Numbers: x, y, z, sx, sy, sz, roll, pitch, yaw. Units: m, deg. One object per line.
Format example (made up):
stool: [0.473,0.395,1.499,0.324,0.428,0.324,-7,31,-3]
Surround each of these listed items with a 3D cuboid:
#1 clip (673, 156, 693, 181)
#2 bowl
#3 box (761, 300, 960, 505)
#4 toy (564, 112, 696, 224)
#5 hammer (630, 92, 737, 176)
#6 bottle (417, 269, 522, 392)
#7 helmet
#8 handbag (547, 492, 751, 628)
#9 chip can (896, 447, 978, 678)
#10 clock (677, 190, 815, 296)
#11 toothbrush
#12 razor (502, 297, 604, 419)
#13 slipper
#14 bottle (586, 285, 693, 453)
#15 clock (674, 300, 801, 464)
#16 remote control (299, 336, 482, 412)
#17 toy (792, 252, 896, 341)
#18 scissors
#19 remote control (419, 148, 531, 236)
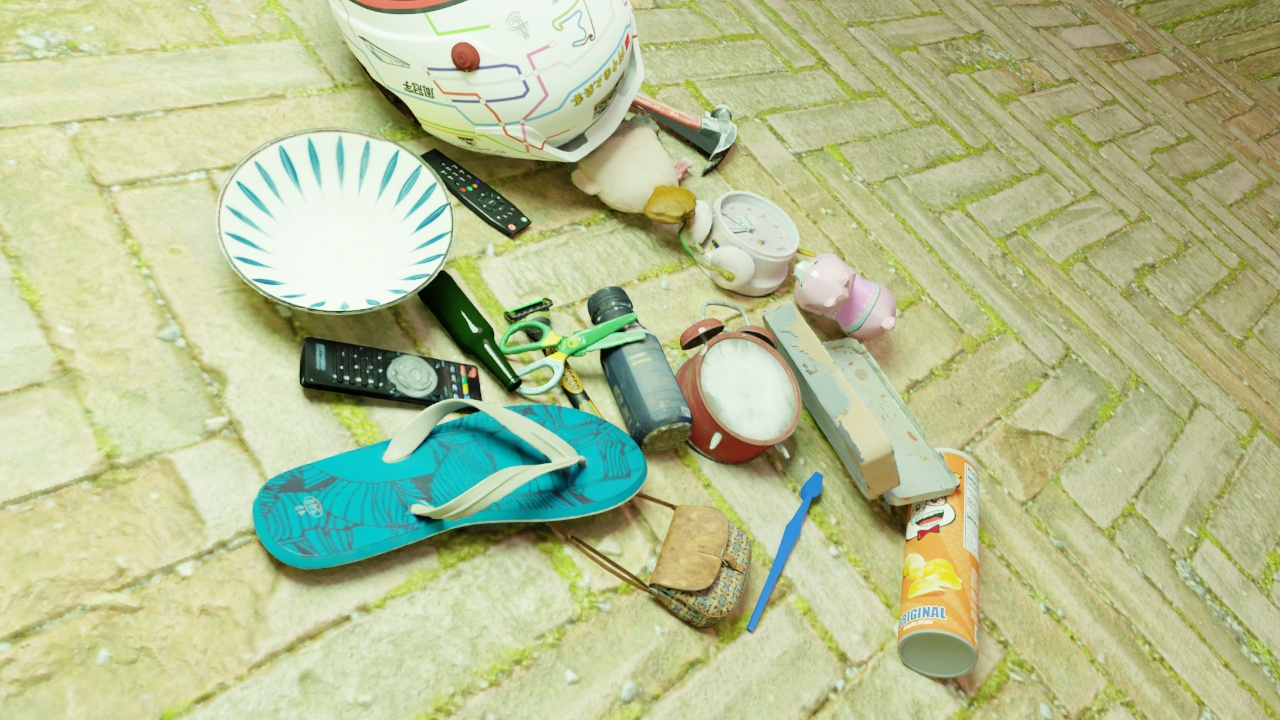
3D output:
clip: [0.040,-0.213,1.071,0.022,0.039,0.059,37,47,9]
bowl: [-0.241,-0.097,0.737,0.177,0.071,0.177,7,61,-12]
box: [0.205,0.032,0.861,0.094,0.121,0.217,-28,44,3]
toy: [-0.007,-0.196,0.976,0.132,0.076,0.176,-26,58,-24]
hammer: [-0.033,-0.322,1.112,0.326,0.036,0.140,20,42,-14]
bottle: [-0.141,-0.023,0.770,0.032,0.033,0.123,-25,67,-43]
helmet: [-0.151,-0.322,0.895,0.315,0.236,0.230,29,72,24]
handbag: [-0.006,0.128,0.711,0.196,0.043,0.093,27,42,-1]
chip can: [0.266,0.171,0.812,0.062,0.062,0.209,29,42,-5]
clock: [0.103,-0.128,0.994,0.157,0.059,0.116,-15,60,-39]
toothbrush: [0.123,0.159,0.780,0.016,0.011,0.186,35,45,2]
razor: [-0.069,0.005,0.796,0.044,0.021,0.144,-22,62,-22]
slipper: [-0.124,0.073,0.662,0.294,0.060,0.118,-10,45,-33]
bottle: [-0.005,0.005,0.808,0.056,0.056,0.160,-2,52,-32]
clock: [0.081,0.018,0.838,0.109,0.062,0.156,8,61,-25]
remote control: [-0.192,0.014,0.716,0.140,0.021,0.045,10,48,-30]
toy: [0.210,-0.067,0.952,0.123,0.067,0.157,31,9,0]
scissors: [-0.054,-0.005,0.778,0.132,0.013,0.078,-7,63,-1]
remote control: [-0.165,-0.165,0.904,0.125,0.010,0.039,38,42,6]
